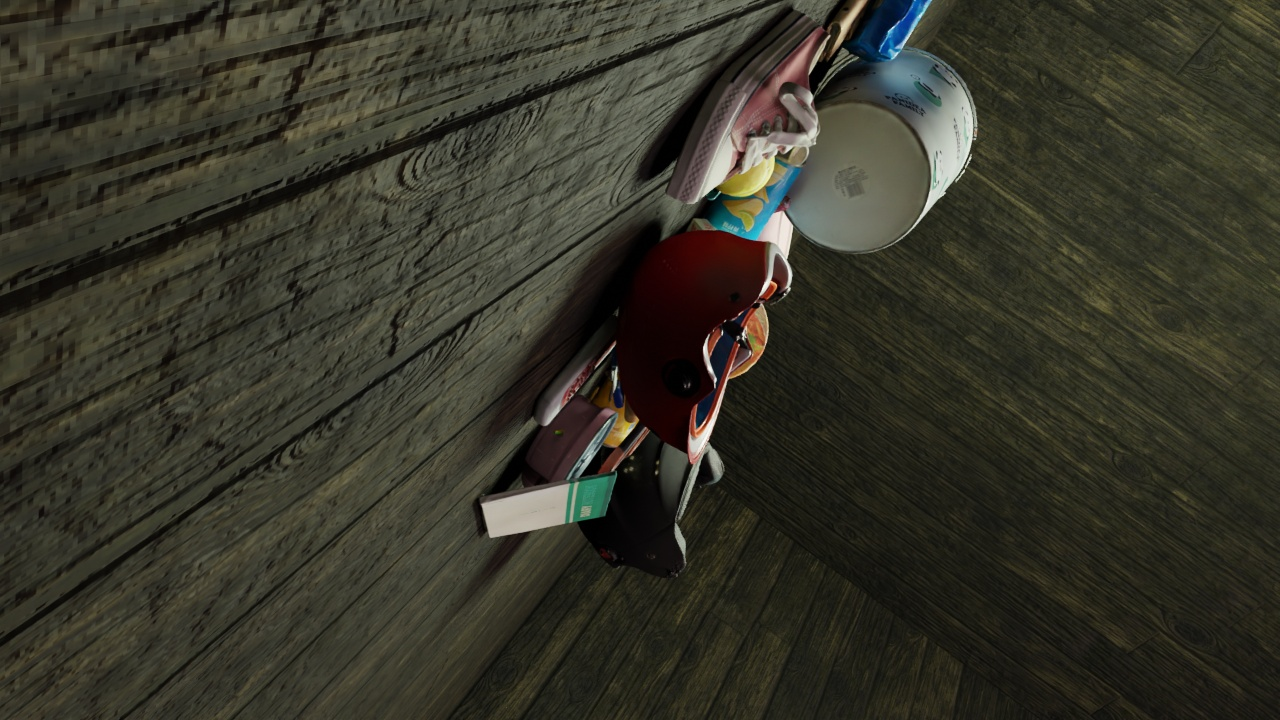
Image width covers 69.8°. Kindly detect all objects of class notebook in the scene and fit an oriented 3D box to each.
[{"bbox_3d":[-0.107,0.169,1.068,0.150,0.012,0.209,-10,160,-10],"label":"notebook"}]

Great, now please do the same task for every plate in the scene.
[{"bbox_3d":[0.183,-0.185,1.263,0.192,0.039,0.192,10,89,-75],"label":"plate"}]

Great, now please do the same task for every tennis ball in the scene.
[{"bbox_3d":[0.093,-0.187,0.862,0.065,0.065,0.065,-53,173,-9],"label":"tennis ball"}]

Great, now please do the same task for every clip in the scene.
[{"bbox_3d":[0.091,-0.200,1.012,0.055,0.013,0.037,-47,171,-37],"label":"clip"}]

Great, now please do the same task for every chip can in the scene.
[{"bbox_3d":[0.109,-0.162,1.080,0.211,0.071,0.071,-59,172,30],"label":"chip can"},{"bbox_3d":[0.001,0.014,1.203,0.214,0.072,0.072,-56,173,22],"label":"chip can"}]

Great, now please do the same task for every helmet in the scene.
[{"bbox_3d":[0.045,-0.028,0.937,0.240,0.144,0.206,-68,167,18],"label":"helmet"},{"bbox_3d":[-0.004,0.209,1.475,0.276,0.230,0.232,-50,-175,42],"label":"helmet"}]

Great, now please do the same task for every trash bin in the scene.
[{"bbox_3d":[0.291,-0.261,1.158,0.230,0.229,0.251,-59,172,35],"label":"trash bin"}]

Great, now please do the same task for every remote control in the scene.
[{"bbox_3d":[-0.063,0.010,0.951,0.135,0.020,0.056,-51,173,-30],"label":"remote control"}]

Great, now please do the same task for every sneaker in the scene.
[{"bbox_3d":[0.110,-0.207,0.780,0.240,0.088,0.118,-52,173,-31],"label":"sneaker"}]

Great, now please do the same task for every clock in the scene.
[{"bbox_3d":[-0.088,0.105,1.085,0.116,0.060,0.159,-49,170,-43],"label":"clock"}]

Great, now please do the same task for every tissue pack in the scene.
[{"bbox_3d":[0.291,-0.402,1.089,0.095,0.052,0.157,-59,-171,15],"label":"tissue pack"}]

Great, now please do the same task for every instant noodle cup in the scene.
[{"bbox_3d":[0.101,-0.041,1.348,0.151,0.151,0.111,-53,-179,-9],"label":"instant noodle cup"}]

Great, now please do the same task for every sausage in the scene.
[{"bbox_3d":[0.135,-0.182,1.136,0.020,0.020,0.156,-52,-159,-23],"label":"sausage"}]

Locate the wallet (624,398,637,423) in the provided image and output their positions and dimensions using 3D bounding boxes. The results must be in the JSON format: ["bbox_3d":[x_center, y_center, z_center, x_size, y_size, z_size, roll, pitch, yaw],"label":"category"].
[{"bbox_3d":[-0.006,0.006,1.090,0.101,0.020,0.115,112,-20,-70],"label":"wallet"}]

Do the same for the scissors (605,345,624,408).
[{"bbox_3d":[-0.028,0.027,1.021,0.169,0.012,0.144,-87,174,-52],"label":"scissors"}]

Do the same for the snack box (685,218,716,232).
[{"bbox_3d":[0.056,-0.078,1.066,0.026,0.084,0.157,-6,138,-43],"label":"snack box"}]

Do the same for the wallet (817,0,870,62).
[{"bbox_3d":[0.244,-0.399,1.045,0.115,0.024,0.087,-56,177,-12],"label":"wallet"}]

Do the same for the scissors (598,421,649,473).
[{"bbox_3d":[0.007,0.078,1.158,0.224,0.015,0.189,-50,174,-1],"label":"scissors"}]
